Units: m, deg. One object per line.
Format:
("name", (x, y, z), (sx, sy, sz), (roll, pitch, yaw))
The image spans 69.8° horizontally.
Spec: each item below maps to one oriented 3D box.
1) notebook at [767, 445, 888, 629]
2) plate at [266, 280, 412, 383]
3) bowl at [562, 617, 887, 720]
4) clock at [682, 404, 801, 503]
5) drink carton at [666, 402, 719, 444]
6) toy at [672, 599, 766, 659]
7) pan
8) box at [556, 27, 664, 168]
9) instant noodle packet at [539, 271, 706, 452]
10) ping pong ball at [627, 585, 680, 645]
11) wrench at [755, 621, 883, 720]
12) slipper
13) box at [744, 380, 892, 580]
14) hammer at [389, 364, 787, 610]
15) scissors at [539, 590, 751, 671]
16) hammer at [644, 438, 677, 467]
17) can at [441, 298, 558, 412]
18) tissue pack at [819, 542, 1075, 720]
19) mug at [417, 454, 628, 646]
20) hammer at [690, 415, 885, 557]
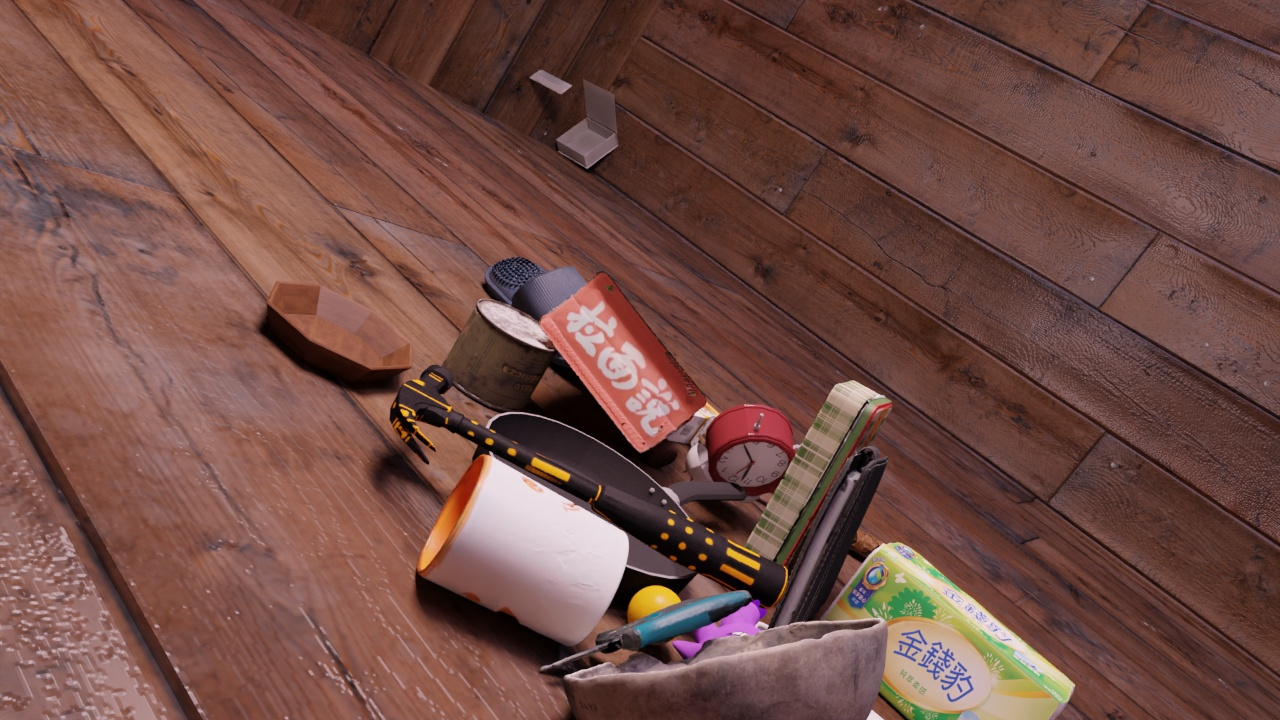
("notebook", (0.168, 0.153, 0.797), (0.029, 0.169, 0.209), (24, 4, 17))
("plate", (-0.252, -0.020, 0.764), (0.131, 0.025, 0.131), (31, 13, -9))
("bowl", (0.052, 0.193, 0.499), (0.178, 0.179, 0.081), (13, 61, -57))
("clock", (0.108, 0.101, 0.954), (0.096, 0.138, 0.048), (28, 35, -22))
("drink carton", (0.048, 0.069, 1.125), (0.058, 0.040, 0.122), (43, 16, 35))
("toy", (0.065, 0.211, 0.625), (0.106, 0.056, 0.088), (47, 21, 25))
("pan", (-0.002, 0.125, 0.795), (0.204, 0.044, 0.355), (41, 15, 30))
("box", (-0.114, -0.949, 3.322), (0.167, 0.513, 0.172), (35, 17, 30))
("instant noodle packet", (-0.006, 0.006, 0.956), (0.164, 0.084, 0.221), (51, 3, 6))
("ping pong ball", (0.011, 0.178, 0.642), (0.040, 0.040, 0.040), (31, 13, -9))
("wrench", (0.195, 0.296, 0.713), (0.273, 0.018, 0.066), (37, 14, 18))
("slipper", (-0.111, -0.084, 1.128), (0.101, 0.083, 0.263), (-21, 40, -27))
("box", (0.163, 0.118, 0.864), (0.050, 0.206, 0.117), (30, 10, 17))
("hammer", (-0.032, 0.099, 0.665), (0.320, 0.036, 0.123), (29, 16, -8))
("scissors", (0.007, 0.173, 0.588), (0.144, 0.126, 0.019), (23, 49, -73))
("hammer", (-0.026, 0.020, 1.081), (0.111, 0.028, 0.300), (-12, 39, -16))
("can", (-0.134, -0.004, 0.882), (0.090, 0.075, 0.089), (30, 14, -8))
("tissue pack", (0.279, 0.263, 0.833), (0.197, 0.120, 0.141), (47, 19, 26))
("mug", (-0.072, 0.119, 0.570), (0.105, 0.082, 0.082), (31, 13, -14))
("hammer", (0.198, 0.174, 1.088), (0.318, 0.049, 0.121), (34, 7, -14))
